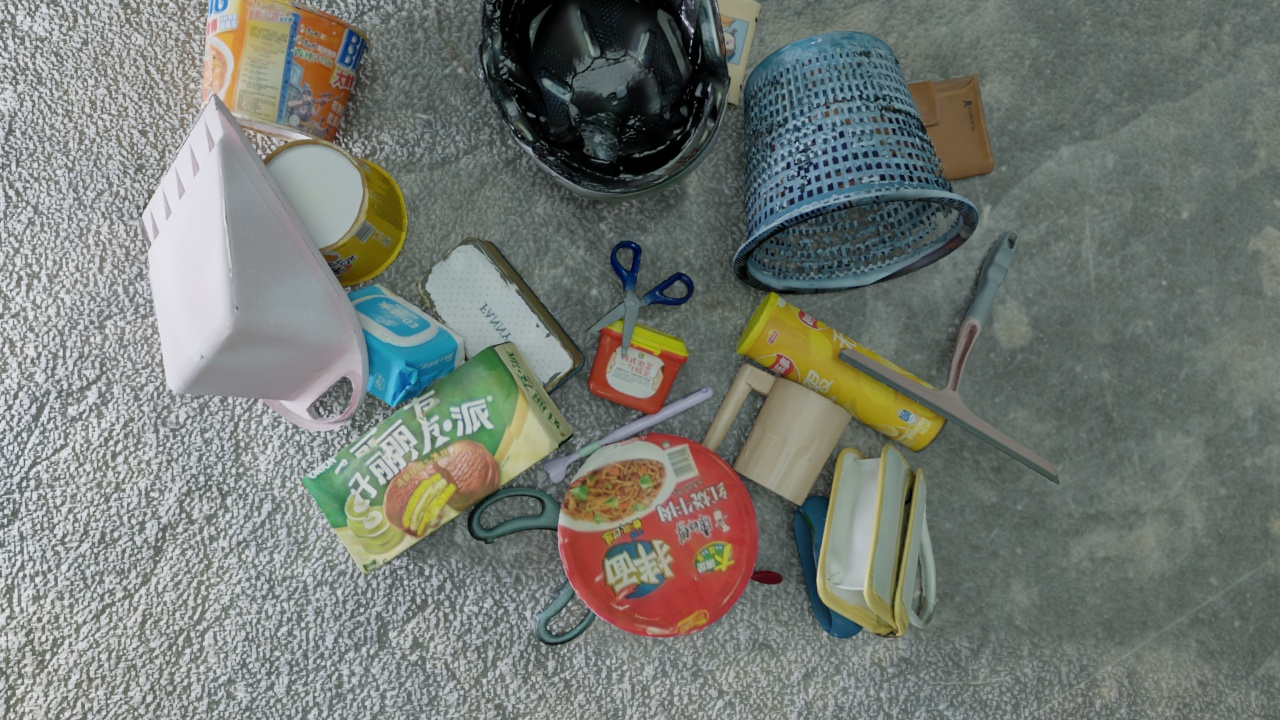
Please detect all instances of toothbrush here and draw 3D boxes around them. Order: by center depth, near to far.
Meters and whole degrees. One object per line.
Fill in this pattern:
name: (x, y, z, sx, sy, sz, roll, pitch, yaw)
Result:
toothbrush: (0.052, 0.211, 0.929, 0.187, 0.017, 0.016, 7, 82, -5)
toothbrush: (-0.009, 0.073, 0.938, 0.189, 0.021, 0.029, -26, 56, -6)

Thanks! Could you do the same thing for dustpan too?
dustpan: (-0.357, -0.068, 0.862, 0.138, 0.223, 0.273, 3, 67, -43)

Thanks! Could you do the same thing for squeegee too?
squeegee: (0.341, -0.033, 0.936, 0.247, 0.040, 0.249, 30, 65, -3)

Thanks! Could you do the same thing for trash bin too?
trash bin: (0.188, -0.193, 0.883, 0.226, 0.227, 0.195, -6, 74, -4)

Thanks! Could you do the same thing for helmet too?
helmet: (-0.029, -0.273, 0.892, 0.230, 0.157, 0.274, -23, 78, 0)

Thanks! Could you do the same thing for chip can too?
chip can: (0.204, 0.013, 0.929, 0.213, 0.072, 0.072, 30, 85, -2)

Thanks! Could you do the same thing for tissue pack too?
tissue pack: (-0.243, -0.019, 0.873, 0.140, 0.089, 0.063, 31, 122, 19)

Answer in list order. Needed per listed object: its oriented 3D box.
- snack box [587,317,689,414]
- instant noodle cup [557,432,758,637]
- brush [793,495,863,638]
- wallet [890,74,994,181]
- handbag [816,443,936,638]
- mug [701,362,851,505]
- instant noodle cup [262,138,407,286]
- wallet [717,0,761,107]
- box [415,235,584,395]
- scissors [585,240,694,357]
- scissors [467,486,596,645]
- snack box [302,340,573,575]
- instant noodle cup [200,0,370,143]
snack box: (-0.005, 0.005, 0.914, 0.091, 0.082, 0.080, 20, 95, -2)
instant noodle cup: (0.014, 0.170, 0.892, 0.193, 0.066, 0.193, 2, 73, -8)
brush: (0.188, 0.206, 0.912, 0.055, 0.073, 0.144, -14, 85, 9)
wallet: (0.300, -0.246, 0.972, 0.130, 0.035, 0.119, -11, 94, -4)
handbag: (0.253, 0.185, 0.898, 0.178, 0.063, 0.163, 38, 57, -36)
mug: (0.133, 0.073, 0.922, 0.125, 0.084, 0.103, 27, 86, 23)
instant noodle cup: (-0.306, -0.146, 0.890, 0.138, 0.110, 0.138, 0, 86, -2)
wallet: (0.073, -0.332, 0.968, 0.087, 0.024, 0.115, 14, 87, -7)
box: (-0.134, -0.032, 0.913, 0.090, 0.059, 0.184, -37, 91, 6)
scissors: (-0.009, -0.066, 0.902, 0.165, 0.012, 0.157, -10, 56, -39)
scissors: (-0.099, 0.190, 0.923, 0.180, 0.019, 0.170, 24, 85, -4)
snack box: (-0.193, 0.093, 0.873, 0.240, 0.063, 0.114, -33, 89, 13)
instant noodle cup: (-0.347, -0.275, 0.883, 0.151, 0.151, 0.111, 13, 93, -3)
